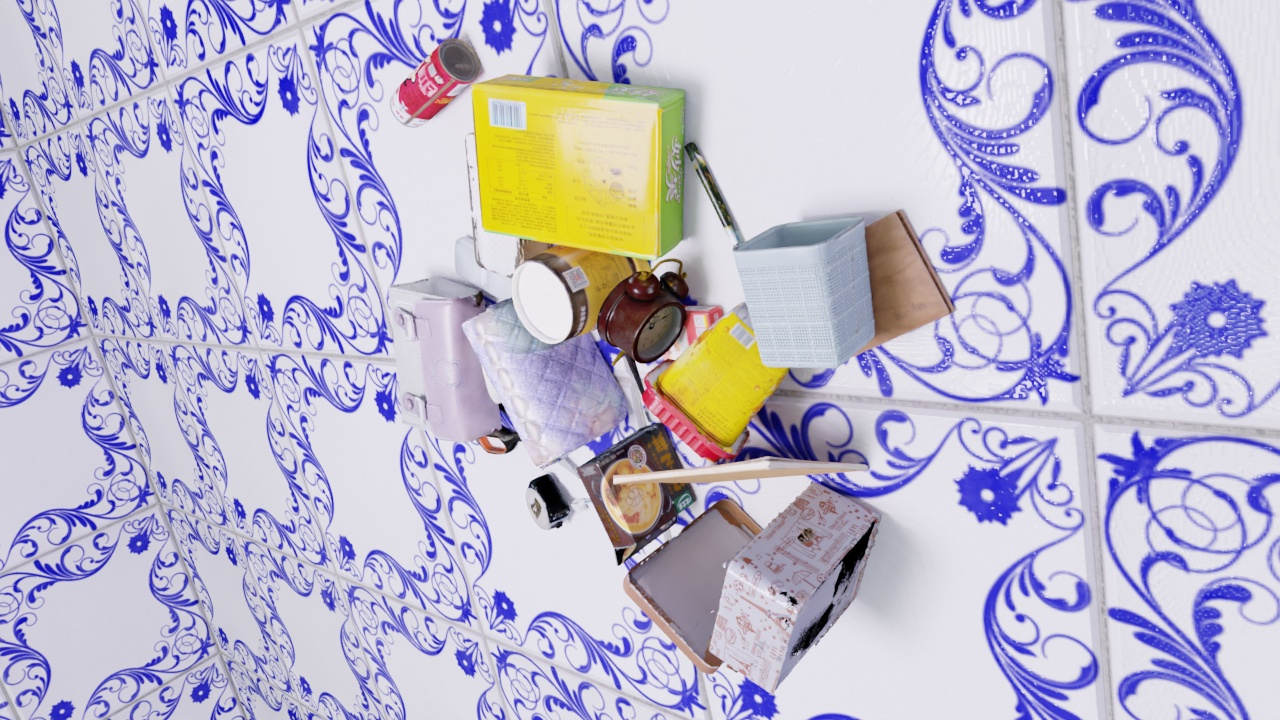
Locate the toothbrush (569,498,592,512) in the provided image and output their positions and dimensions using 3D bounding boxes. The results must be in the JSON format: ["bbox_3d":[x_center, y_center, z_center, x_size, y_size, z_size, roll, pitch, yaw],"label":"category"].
[{"bbox_3d":[-0.033,0.179,1.171,0.181,0.016,0.016,-18,105,48],"label":"toothbrush"}]

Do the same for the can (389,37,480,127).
[{"bbox_3d":[-0.246,-0.326,1.087,0.133,0.053,0.053,-20,96,48],"label":"can"}]

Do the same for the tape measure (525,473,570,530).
[{"bbox_3d":[-0.128,0.197,1.250,0.065,0.033,0.066,55,147,25],"label":"tape measure"}]

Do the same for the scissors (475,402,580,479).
[{"bbox_3d":[-0.169,0.087,1.250,0.222,0.021,0.210,-23,93,48],"label":"scissors"}]

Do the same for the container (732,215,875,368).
[{"bbox_3d":[0.145,-0.056,0.790,0.090,0.089,0.111,1,112,40],"label":"container"}]

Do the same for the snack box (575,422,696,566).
[{"bbox_3d":[-0.001,0.152,1.052,0.053,0.113,0.125,-22,95,48],"label":"snack box"}]

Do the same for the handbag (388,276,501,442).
[{"bbox_3d":[-0.262,-0.002,1.227,0.145,0.098,0.197,12,112,38],"label":"handbag"}]

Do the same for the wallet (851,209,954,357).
[{"bbox_3d":[0.204,-0.065,0.809,0.116,0.020,0.101,-29,90,46],"label":"wallet"}]

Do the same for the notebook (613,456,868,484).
[{"bbox_3d":[0.097,0.113,0.919,0.212,0.149,0.012,-13,74,47],"label":"notebook"}]

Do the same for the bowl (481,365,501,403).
[{"bbox_3d":[-0.161,-0.005,1.150,0.062,0.113,0.113,-7,111,2],"label":"bowl"}]

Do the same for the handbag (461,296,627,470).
[{"bbox_3d":[-0.111,0.016,1.074,0.076,0.133,0.194,-29,88,48],"label":"handbag"}]

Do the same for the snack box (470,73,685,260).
[{"bbox_3d":[-0.062,-0.197,0.924,0.210,0.069,0.158,12,120,22],"label":"snack box"}]

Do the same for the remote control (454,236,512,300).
[{"bbox_3d":[-0.186,-0.111,1.165,0.136,0.020,0.056,29,130,31],"label":"remote control"}]

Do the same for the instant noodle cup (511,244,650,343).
[{"bbox_3d":[-0.067,-0.080,0.995,0.118,0.114,0.119,21,124,35],"label":"instant noodle cup"}]

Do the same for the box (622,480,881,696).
[{"bbox_3d":[0.107,0.202,0.927,0.193,0.182,0.157,29,128,27],"label":"box"}]

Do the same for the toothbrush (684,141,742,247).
[{"bbox_3d":[0.087,-0.128,0.891,0.012,0.017,0.186,-26,92,9],"label":"toothbrush"}]

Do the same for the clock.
[{"bbox_3d":[0.007,-0.052,0.929,0.055,0.081,0.122,39,117,31],"label":"clock"}]

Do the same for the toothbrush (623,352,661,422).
[{"bbox_3d":[-0.006,0.006,1.011,0.018,0.015,0.181,10,139,33],"label":"toothbrush"}]

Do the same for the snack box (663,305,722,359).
[{"bbox_3d":[0.064,0.017,0.983,0.075,0.025,0.153,4,113,44],"label":"snack box"}]

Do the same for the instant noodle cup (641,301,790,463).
[{"bbox_3d":[0.083,0.016,0.887,0.116,0.116,0.124,42,109,5],"label":"instant noodle cup"}]

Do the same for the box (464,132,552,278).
[{"bbox_3d":[-0.152,-0.189,1.065,0.090,0.059,0.184,23,124,34],"label":"box"}]
